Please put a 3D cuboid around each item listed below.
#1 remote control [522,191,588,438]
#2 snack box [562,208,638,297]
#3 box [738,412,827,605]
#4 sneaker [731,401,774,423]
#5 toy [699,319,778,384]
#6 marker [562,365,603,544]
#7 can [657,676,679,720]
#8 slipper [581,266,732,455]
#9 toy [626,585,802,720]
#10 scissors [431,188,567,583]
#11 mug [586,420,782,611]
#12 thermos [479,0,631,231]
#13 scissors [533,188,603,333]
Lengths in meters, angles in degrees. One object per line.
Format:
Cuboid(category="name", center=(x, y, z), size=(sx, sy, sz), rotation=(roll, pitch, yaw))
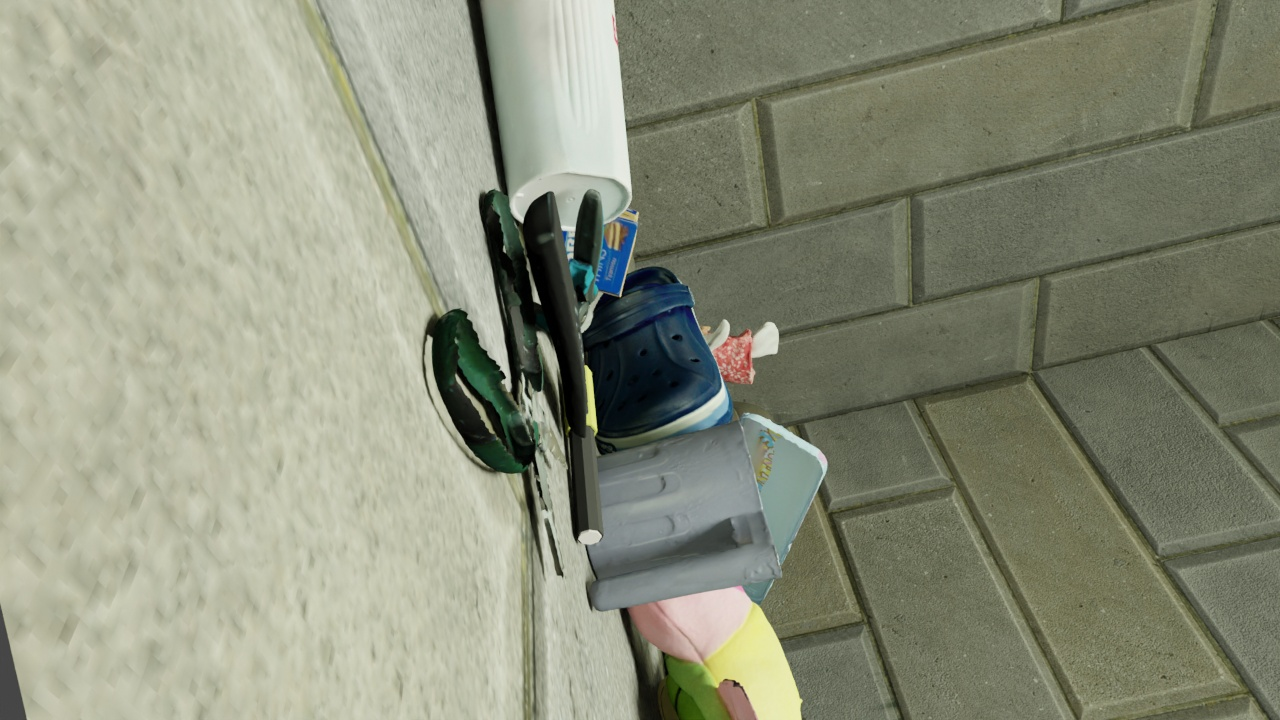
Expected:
Cuboid(category="remote control", center=(-0.041, -0.018, 0.482), size=(0.152, 0.020, 0.041), rotation=(84, -2, -47))
Cuboid(category="snack box", center=(-0.034, -0.093, 0.708), size=(0.206, 0.057, 0.056), rotation=(-91, -165, -79))
Cuboid(category="box", center=(0.074, 0.138, 0.710), size=(0.215, 0.092, 0.088), rotation=(102, 10, -46))
Cuboid(category="sneaker", center=(0.023, 0.072, 1.021), size=(0.238, 0.142, 0.101), rotation=(17, -78, 56))
Cuboid(category="toy", center=(0.056, -0.018, 1.026), size=(0.159, 0.194, 0.084), rotation=(51, 42, -75))
Cuboid(category="marker", center=(-0.034, 0.053, 0.537), size=(0.123, 0.017, 0.021), rotation=(-99, -153, -44))
Cuboid(category="can", center=(0.068, 0.291, 0.732), size=(0.092, 0.057, 0.116), rotation=(-8, 85, -61))
Cuboid(category="slipper", center=(-0.003, -0.014, 0.697), size=(0.252, 0.105, 0.095), rotation=(-101, 167, -62))
Cuboid(category="toy", center=(0.062, 0.225, 0.624), size=(0.238, 0.088, 0.190), rotation=(62, 9, -3))
Cuboid(category="scissors", center=(-0.058, -0.009, 0.387), size=(0.202, 0.015, 0.201), rotation=(70, 5, -72))
Cuboid(category="mug", center=(0.021, 0.097, 0.541), size=(0.123, 0.104, 0.084), rotation=(-97, 173, -65))
Cuboid(category="thermos", center=(-0.055, -0.191, 0.567), size=(0.099, 0.099, 0.220), rotation=(69, 13, -71))
Cuboid(category="scissors", center=(-0.044, -0.037, 0.551), size=(0.124, 0.019, 0.156), rotation=(-56, 166, -51))
